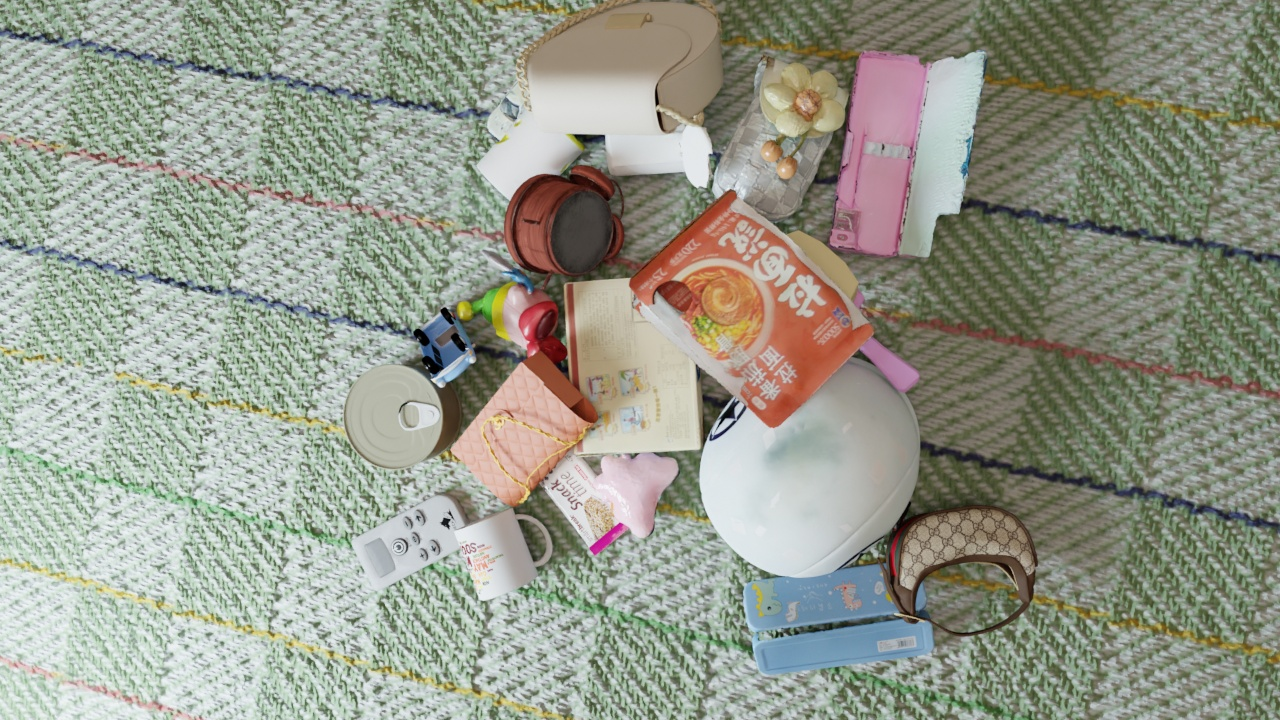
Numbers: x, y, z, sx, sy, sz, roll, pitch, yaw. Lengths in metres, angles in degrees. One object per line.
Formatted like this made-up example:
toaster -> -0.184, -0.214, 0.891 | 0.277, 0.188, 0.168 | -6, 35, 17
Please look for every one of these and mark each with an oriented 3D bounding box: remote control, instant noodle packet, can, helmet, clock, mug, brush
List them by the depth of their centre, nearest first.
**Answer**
instant noodle packet -> 0.120, -0.051, 0.993 | 0.164, 0.084, 0.221 | -42, 74, -10
helmet -> 0.190, 0.116, 1.010 | 0.264, 0.163, 0.236 | -43, 85, 7
brush -> 0.219, -0.053, 1.018 | 0.089, 0.043, 0.228 | -41, 61, -3
clock -> -0.080, -0.162, 1.072 | 0.072, 0.157, 0.121 | 20, 135, 41
mug -> -0.131, -0.245, 1.098 | 0.082, 0.082, 0.106 | 45, 98, 6
mug -> -0.162, 0.230, 1.119 | 0.105, 0.073, 0.089 | -21, 87, -12
can -> -0.291, 0.068, 1.134 | 0.128, 0.073, 0.128 | 0, 91, 9
remote control -> -0.289, 0.228, 1.163 | 0.151, 0.019, 0.074 | -28, 86, 9

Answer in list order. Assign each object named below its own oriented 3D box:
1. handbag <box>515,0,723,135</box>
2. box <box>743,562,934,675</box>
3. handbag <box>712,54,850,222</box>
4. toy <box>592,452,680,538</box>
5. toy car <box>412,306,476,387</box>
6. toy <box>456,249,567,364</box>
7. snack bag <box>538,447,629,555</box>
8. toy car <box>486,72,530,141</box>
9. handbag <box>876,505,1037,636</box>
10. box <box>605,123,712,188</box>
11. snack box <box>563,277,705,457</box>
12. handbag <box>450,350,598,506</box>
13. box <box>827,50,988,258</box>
handbag -> -0.016, -0.322, 1.026 | 0.211, 0.208, 0.103 | 6, 136, 20
box -> 0.228, 0.301, 1.063 | 0.210, 0.049, 0.120 | -10, 90, 8
handbag -> 0.157, -0.244, 1.030 | 0.112, 0.123, 0.171 | 23, 95, -7
toy -> -0.010, 0.153, 1.098 | 0.093, 0.050, 0.102 | 21, 85, 9
toy car -> -0.230, -0.015, 1.097 | 0.056, 0.153, 0.055 | -39, 121, 0
toy -> -0.156, -0.058, 1.099 | 0.096, 0.124, 0.131 | -35, 54, -15
snack bag -> -0.093, 0.144, 1.131 | 0.070, 0.016, 0.196 | -40, 85, 9
toy car -> -0.146, -0.313, 1.126 | 0.048, 0.033, 0.105 | 40, 98, 5
handbag -> 0.352, 0.234, 1.018 | 0.166, 0.063, 0.138 | -8, 76, -1
box -> 0.022, -0.241, 1.047 | 0.137, 0.143, 0.083 | -2, 113, 7
snack box -> -0.006, 0.006, 1.094 | 0.153, 0.055, 0.207 | -4, 90, 9
handbag -> -0.139, 0.089, 1.084 | 0.109, 0.060, 0.172 | 45, 122, 4
box -> 0.302, -0.230, 1.036 | 0.159, 0.066, 0.230 | 10, 92, 33
